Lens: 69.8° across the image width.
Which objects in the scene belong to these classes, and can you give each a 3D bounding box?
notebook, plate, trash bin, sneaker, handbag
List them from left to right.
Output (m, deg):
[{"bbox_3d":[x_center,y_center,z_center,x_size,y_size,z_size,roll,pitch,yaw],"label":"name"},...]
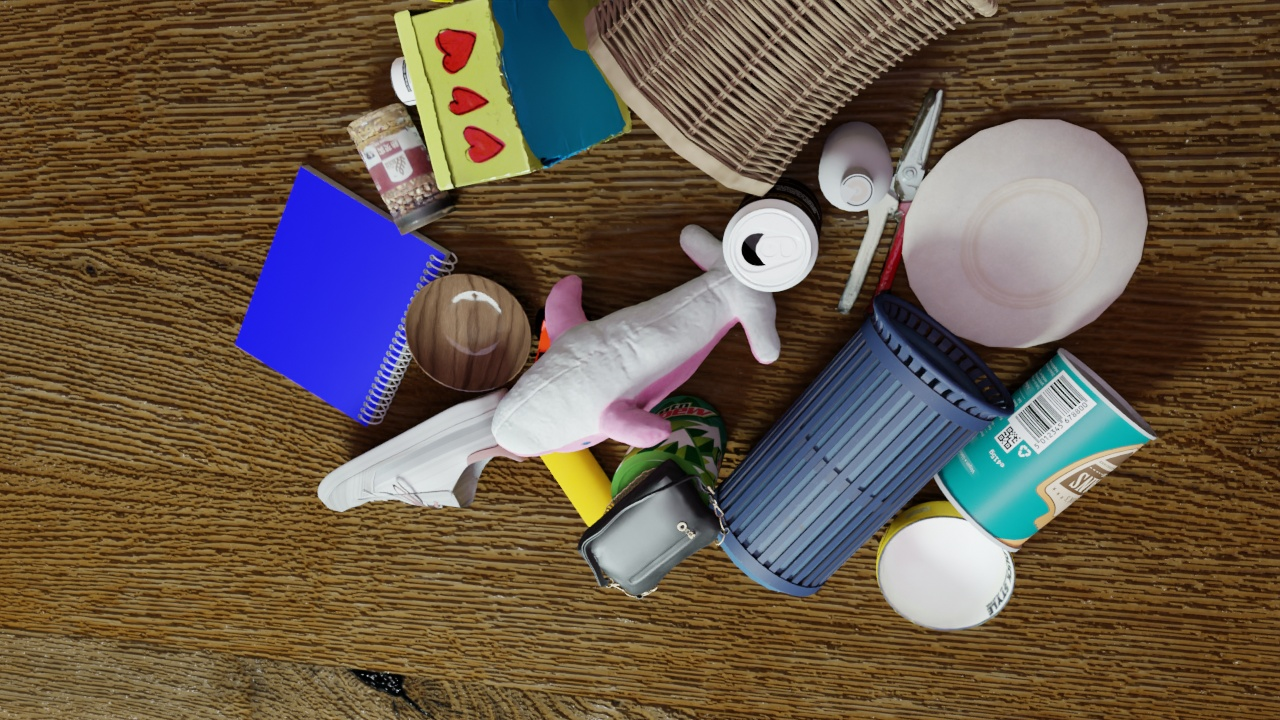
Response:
[{"bbox_3d":[-0.293,-0.057,0.904,0.171,0.022,0.209,32,113,2],"label":"notebook"},{"bbox_3d":[-0.212,0.114,0.907,0.237,0.099,0.089,-28,87,19],"label":"sneaker"},{"bbox_3d":[0.009,0.140,0.731,0.079,0.054,0.129,44,110,-9],"label":"handbag"},{"bbox_3d":[0.175,0.081,0.785,0.139,0.139,0.250,37,115,-2],"label":"trash bin"},{"bbox_3d":[0.311,-0.096,0.739,0.189,0.027,0.189,3,110,7],"label":"plate"}]

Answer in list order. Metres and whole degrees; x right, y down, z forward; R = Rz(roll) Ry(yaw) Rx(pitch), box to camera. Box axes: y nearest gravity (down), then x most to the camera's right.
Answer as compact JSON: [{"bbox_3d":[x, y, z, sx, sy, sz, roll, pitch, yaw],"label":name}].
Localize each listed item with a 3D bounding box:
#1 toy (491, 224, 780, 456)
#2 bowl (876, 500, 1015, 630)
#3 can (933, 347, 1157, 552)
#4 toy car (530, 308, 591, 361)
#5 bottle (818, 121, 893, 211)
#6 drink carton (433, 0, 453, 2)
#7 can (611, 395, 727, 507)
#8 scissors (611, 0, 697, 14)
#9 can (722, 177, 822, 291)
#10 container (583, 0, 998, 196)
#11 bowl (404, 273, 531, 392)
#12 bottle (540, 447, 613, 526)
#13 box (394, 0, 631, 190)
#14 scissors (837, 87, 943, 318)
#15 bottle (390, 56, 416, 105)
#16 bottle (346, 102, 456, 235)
[{"bbox_3d":[-0.005,0.005,0.802,0.265,0.128,0.186,-33,62,3],"label":"toy"},{"bbox_3d":[0.274,0.177,0.833,0.117,0.067,0.117,4,110,12],"label":"bowl"},{"bbox_3d":[0.332,0.075,0.765,0.099,0.099,0.144,39,113,-3],"label":"can"},{"bbox_3d":[-0.075,0.002,0.859,0.051,0.048,0.100,7,111,10],"label":"toy car"},{"bbox_3d":[0.158,-0.140,0.675,0.052,0.194,0.052,4,110,11],"label":"bottle"},{"bbox_3d":[-0.221,-0.349,0.769,0.134,0.042,0.059,20,114,6],"label":"drink carton"},{"bbox_3d":[0.030,0.090,0.816,0.083,0.143,0.083,4,110,11],"label":"can"},{"bbox_3d":[0.012,-0.330,0.738,0.118,0.015,0.139,20,119,5],"label":"scissors"},{"bbox_3d":[0.108,-0.103,0.736,0.072,0.128,0.072,4,110,11],"label":"can"},{"bbox_3d":[0.094,-0.253,0.644,0.227,0.226,0.197,44,120,-5],"label":"container"},{"bbox_3d":[-0.160,-0.030,0.871,0.119,0.032,0.119,1,114,3],"label":"bowl"},{"bbox_3d":[-0.056,0.118,0.900,0.043,0.043,0.143,-29,101,20],"label":"bottle"},{"bbox_3d":[-0.086,-0.209,0.690,0.079,0.220,0.124,-5,111,23],"label":"box"},{"bbox_3d":[0.219,-0.123,0.766,0.189,0.015,0.140,-41,95,22],"label":"scissors"},{"bbox_3d":[-0.155,-0.251,0.790,0.116,0.041,0.041,-7,108,15],"label":"bottle"},{"bbox_3d":[-0.214,-0.172,0.824,0.056,0.056,0.105,-20,104,19],"label":"bottle"}]
